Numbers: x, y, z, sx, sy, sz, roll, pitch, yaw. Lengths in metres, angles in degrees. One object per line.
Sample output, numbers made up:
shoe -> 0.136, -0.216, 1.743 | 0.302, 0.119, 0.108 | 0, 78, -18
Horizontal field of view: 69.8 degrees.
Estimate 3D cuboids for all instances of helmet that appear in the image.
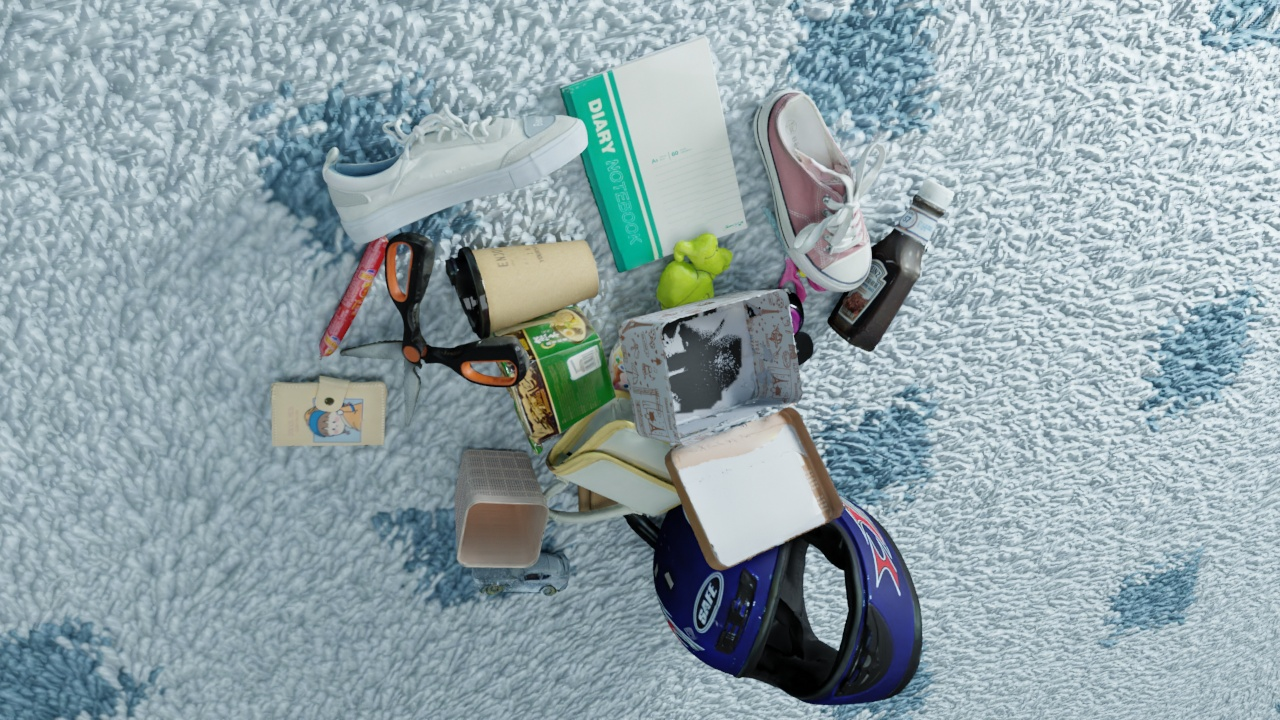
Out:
helmet -> 0.142, 0.252, 1.052 | 0.240, 0.315, 0.247 | 9, 105, -18

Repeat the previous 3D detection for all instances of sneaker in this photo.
sneaker -> 0.193, -0.164, 0.948 | 0.118, 0.088, 0.241 | -34, 122, -10
sneaker -> -0.171, -0.191, 0.834 | 0.242, 0.089, 0.091 | -20, 119, 2

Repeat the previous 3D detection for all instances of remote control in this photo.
remote control -> 0.137, 0.001, 1.075 | 0.136, 0.024, 0.053 | -22, 125, -3

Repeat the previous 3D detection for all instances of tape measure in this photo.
tape measure -> 0.156, -0.050, 1.034 | 0.057, 0.039, 0.058 | 1, 131, -1

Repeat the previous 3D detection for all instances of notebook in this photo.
notebook -> 0.019, -0.201, 0.926 | 0.150, 0.012, 0.209 | -21, 124, -4

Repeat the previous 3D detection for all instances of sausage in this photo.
sausage -> -0.285, -0.063, 0.910 | 0.020, 0.020, 0.156 | 23, 111, -27

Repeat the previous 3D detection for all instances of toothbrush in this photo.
toothbrush -> 0.001, 0.205, 1.154 | 0.027, 0.026, 0.212 | -42, 119, 1

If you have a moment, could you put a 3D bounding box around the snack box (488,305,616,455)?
snack box -> -0.090, 0.008, 0.957 | 0.105, 0.117, 0.118 | -22, 127, -9

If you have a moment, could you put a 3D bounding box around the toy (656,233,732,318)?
toy -> 0.054, -0.089, 0.988 | 0.100, 0.031, 0.096 | -40, 132, 13

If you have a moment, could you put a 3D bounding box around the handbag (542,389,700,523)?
handbag -> -0.026, 0.132, 1.030 | 0.163, 0.063, 0.179 | 29, 114, -35

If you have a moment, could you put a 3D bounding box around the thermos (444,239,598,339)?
thermos -> -0.118, -0.078, 0.915 | 0.143, 0.093, 0.093 | -15, 123, -17

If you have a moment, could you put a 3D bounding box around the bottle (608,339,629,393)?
bottle -> -0.006, 0.006, 1.010 | 0.063, 0.063, 0.109 | 25, 113, -28

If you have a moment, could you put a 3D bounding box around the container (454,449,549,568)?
container -> -0.161, 0.161, 1.026 | 0.089, 0.111, 0.090 | 5, 118, -20

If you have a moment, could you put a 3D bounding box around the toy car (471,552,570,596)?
toy car -> -0.146, 0.258, 1.123 | 0.120, 0.054, 0.037 | 2, 122, -17

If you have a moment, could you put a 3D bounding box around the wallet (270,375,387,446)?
wallet -> -0.327, 0.054, 0.965 | 0.115, 0.024, 0.087 | 2, 124, -18

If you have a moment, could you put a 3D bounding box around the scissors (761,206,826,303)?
scissors -> 0.160, -0.117, 1.020 | 0.073, 0.017, 0.137 | -32, 120, 14

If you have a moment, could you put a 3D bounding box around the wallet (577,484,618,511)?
wallet -> -0.034, 0.127, 1.084 | 0.090, 0.033, 0.115 | -8, 115, -16

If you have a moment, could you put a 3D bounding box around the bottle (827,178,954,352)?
bottle -> 0.281, -0.107, 1.022 | 0.044, 0.080, 0.195 | 21, 109, -23

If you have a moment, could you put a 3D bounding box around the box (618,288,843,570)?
box -> 0.097, 0.067, 0.952 | 0.178, 0.110, 0.259 | -17, 100, -32

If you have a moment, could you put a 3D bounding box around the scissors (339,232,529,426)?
scissors -> -0.205, -0.020, 0.888 | 0.221, 0.021, 0.235 | 16, 125, 18
